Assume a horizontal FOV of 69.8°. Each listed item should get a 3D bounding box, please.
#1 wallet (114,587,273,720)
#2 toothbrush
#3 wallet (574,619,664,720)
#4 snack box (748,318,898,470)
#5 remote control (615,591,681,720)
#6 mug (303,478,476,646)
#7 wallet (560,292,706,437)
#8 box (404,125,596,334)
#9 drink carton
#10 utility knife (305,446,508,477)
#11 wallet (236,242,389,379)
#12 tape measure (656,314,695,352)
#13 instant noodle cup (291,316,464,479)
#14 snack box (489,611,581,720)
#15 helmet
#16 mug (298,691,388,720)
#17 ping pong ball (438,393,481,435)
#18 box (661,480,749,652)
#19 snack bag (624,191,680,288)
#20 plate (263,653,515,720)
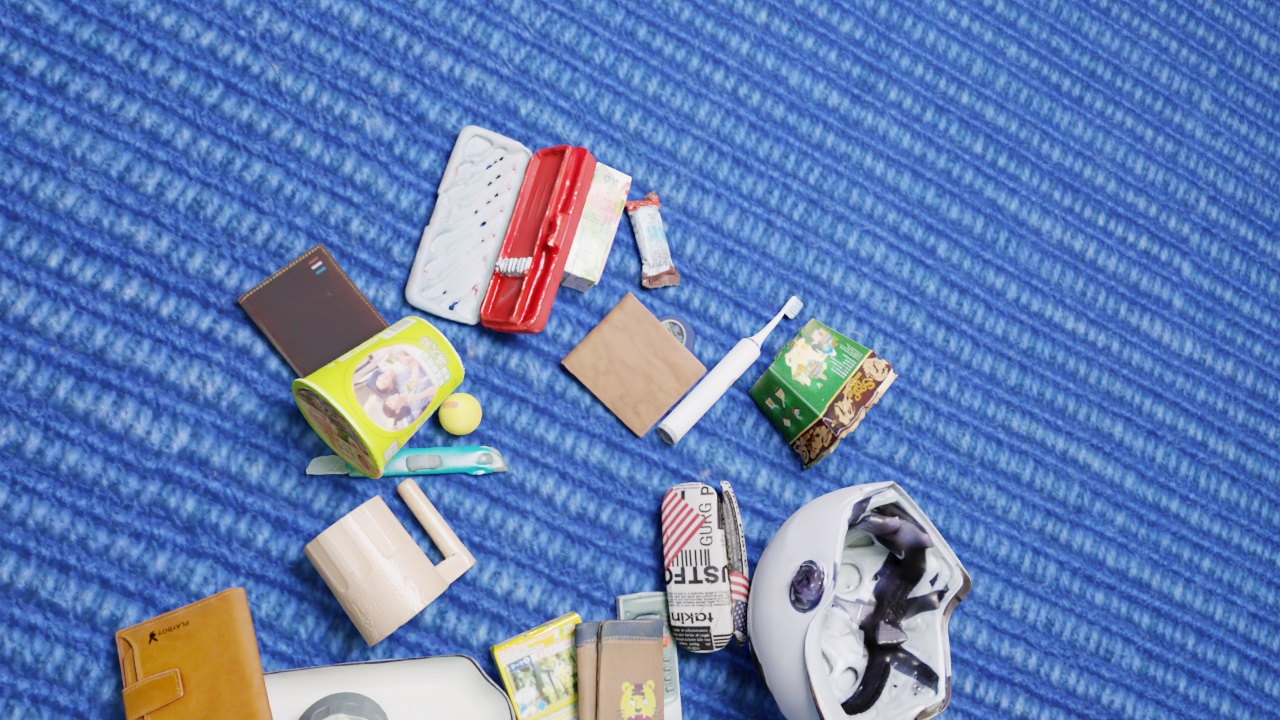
[{"bbox_3d":[-0.373,0.269,0.755,0.119,0.035,0.130,-18,63,-16],"label":"wallet"},{"bbox_3d":[0.099,0.005,0.972,0.026,0.027,0.220,45,70,2],"label":"toothbrush"},{"bbox_3d":[-0.018,0.298,0.846,0.090,0.033,0.115,7,75,-29],"label":"wallet"},{"bbox_3d":[0.183,0.028,0.957,0.105,0.118,0.118,42,68,7],"label":"snack box"},{"bbox_3d":[0.008,0.295,0.890,0.056,0.019,0.135,0,79,-17],"label":"remote control"},{"bbox_3d":[-0.221,0.175,0.821,0.103,0.084,0.124,53,46,0],"label":"mug"},{"bbox_3d":[-0.006,0.005,0.929,0.115,0.020,0.101,44,92,-6],"label":"wallet"},{"bbox_3d":[-0.136,-0.129,0.913,0.158,0.069,0.201,13,76,11],"label":"box"},{"bbox_3d":[-0.049,-0.134,0.941,0.045,0.054,0.122,20,75,-13],"label":"drink carton"},{"bbox_3d":[-0.218,0.097,0.865,0.185,0.013,0.029,-1,72,-16],"label":"utility knife"},{"bbox_3d":[-0.301,-0.036,0.865,0.096,0.020,0.122,-40,94,-20],"label":"wallet"},{"bbox_3d":[0.029,-0.020,0.956,0.054,0.025,0.058,-21,95,-20],"label":"tape measure"},{"bbox_3d":[-0.228,0.026,0.830,0.111,0.112,0.123,48,59,-3],"label":"instant noodle cup"},{"bbox_3d":[-0.075,0.316,0.855,0.086,0.034,0.140,-20,87,-19],"label":"snack box"},{"bbox_3d":[0.187,0.242,0.876,0.229,0.146,0.258,41,61,-32],"label":"helmet"},{"bbox_3d":[-0.226,0.329,0.731,0.083,0.104,0.124,-42,92,-20],"label":"mug"},{"bbox_3d":[-0.172,0.051,0.874,0.040,0.040,0.040,3,78,-16],"label":"ping pong ball"},{"bbox_3d":[0.071,0.202,0.910,0.076,0.086,0.162,-11,77,25],"label":"box"},{"bbox_3d":[0.012,-0.128,0.972,0.045,0.026,0.105,-12,83,-28],"label":"snack bag"},{"bbox_3d":[-0.241,0.343,0.798,0.265,0.034,0.162,-1,79,-17],"label":"plate"}]
